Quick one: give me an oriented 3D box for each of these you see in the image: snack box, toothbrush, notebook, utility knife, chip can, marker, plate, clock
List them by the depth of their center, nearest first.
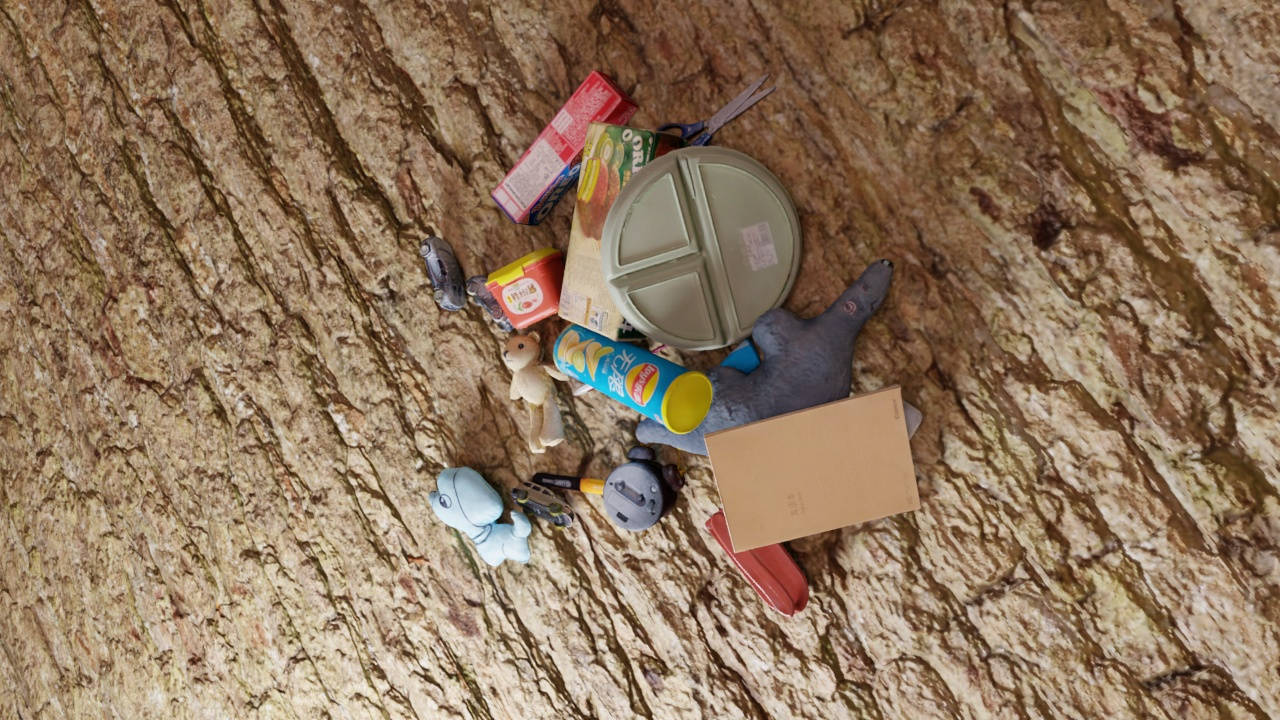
[{"bbox_3d":[0.187,0.119,0.986,0.211,0.012,0.149,-15,110,4],"label":"notebook"},{"bbox_3d":[0.070,-0.120,1.016,0.230,0.027,0.230,-2,107,-7],"label":"plate"},{"bbox_3d":[-0.013,0.015,1.066,0.210,0.071,0.071,25,105,45],"label":"chip can"},{"bbox_3d":[-0.024,-0.152,1.076,0.114,0.063,0.240,23,108,44],"label":"snack box"},{"bbox_3d":[0.082,0.038,1.093,0.034,0.018,0.161,45,112,1],"label":"utility knife"},{"bbox_3d":[0.007,0.152,1.115,0.082,0.055,0.122,33,105,21],"label":"clock"},{"bbox_3d":[-0.007,0.007,1.134,0.188,0.016,0.017,-27,92,24],"label":"toothbrush"},{"bbox_3d":[-0.096,-0.259,1.136,0.208,0.057,0.058,-45,77,20],"label":"snack box"},{"bbox_3d":[-0.134,-0.091,1.157,0.091,0.081,0.080,-23,97,25],"label":"snack box"},{"bbox_3d":[-0.086,0.158,1.181,0.124,0.015,0.018,4,90,27],"label":"marker"}]

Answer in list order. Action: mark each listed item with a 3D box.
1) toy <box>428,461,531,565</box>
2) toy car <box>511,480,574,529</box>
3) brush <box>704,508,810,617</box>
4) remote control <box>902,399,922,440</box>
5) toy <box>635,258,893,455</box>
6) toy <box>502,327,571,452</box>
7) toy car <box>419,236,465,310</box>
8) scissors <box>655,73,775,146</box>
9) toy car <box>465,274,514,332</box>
[{"bbox_3d":[-0.217,0.203,1.224,0.162,0.049,0.156,-13,98,33],"label":"toy"},{"bbox_3d":[-0.124,0.186,1.185,0.090,0.042,0.035,20,58,24],"label":"toy car"},{"bbox_3d":[0.137,0.228,1.051,0.063,0.069,0.146,-43,76,22],"label":"brush"},{"bbox_3d":[0.256,0.101,1.014,0.056,0.020,0.136,33,107,21],"label":"remote control"},{"bbox_3d":[0.152,0.028,1.021,0.357,0.091,0.138,-39,68,21],"label":"toy"},{"bbox_3d":[-0.136,0.040,1.168,0.105,0.066,0.157,-25,74,41],"label":"toy"},{"bbox_3d":[-0.261,-0.118,1.226,0.031,0.048,0.105,-20,85,21],"label":"toy car"},{"bbox_3d":[0.087,-0.266,1.074,0.174,0.012,0.126,-4,90,24],"label":"scissors"},{"bbox_3d":[-0.194,-0.075,1.203,0.034,0.043,0.090,-39,69,-13],"label":"toy car"}]
